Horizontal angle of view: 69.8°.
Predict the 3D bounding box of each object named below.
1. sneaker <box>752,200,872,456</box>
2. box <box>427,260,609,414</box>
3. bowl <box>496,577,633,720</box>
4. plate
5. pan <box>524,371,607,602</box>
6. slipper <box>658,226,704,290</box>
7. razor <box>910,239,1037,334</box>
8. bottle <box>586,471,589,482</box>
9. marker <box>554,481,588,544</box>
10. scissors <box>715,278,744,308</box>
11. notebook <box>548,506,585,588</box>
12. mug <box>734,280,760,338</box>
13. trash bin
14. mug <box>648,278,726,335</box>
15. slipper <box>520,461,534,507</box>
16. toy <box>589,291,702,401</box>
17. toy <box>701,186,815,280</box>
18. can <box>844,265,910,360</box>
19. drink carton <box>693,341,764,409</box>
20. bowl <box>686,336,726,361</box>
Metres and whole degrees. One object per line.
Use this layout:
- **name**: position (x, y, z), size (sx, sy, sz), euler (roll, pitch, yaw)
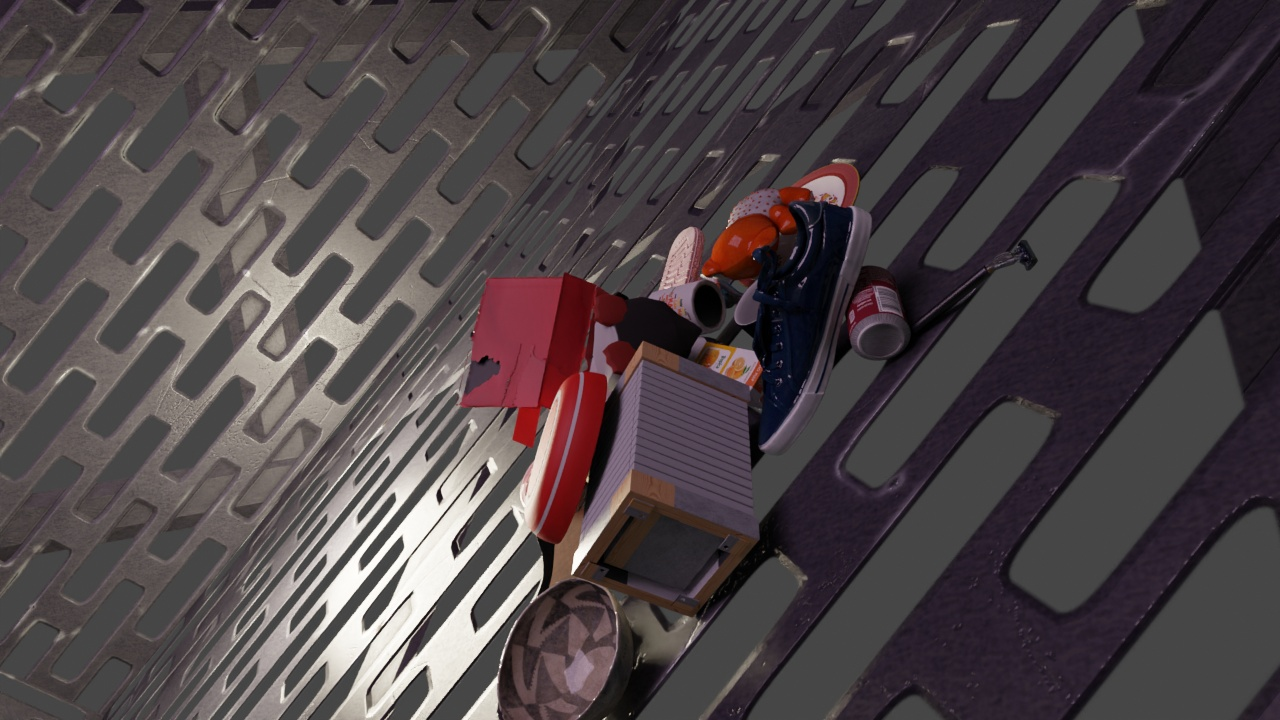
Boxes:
- **sneaker**: position (0.158, -0.041, 1.026), size (0.120, 0.127, 0.294), euler (-135, 60, -82)
- **box**: position (-0.128, -0.015, 1.318), size (0.121, 0.318, 0.210), euler (-36, 41, 58)
- **bowl**: position (-0.070, 0.338, 1.019), size (0.179, 0.081, 0.178), euler (-26, 44, 28)
- **plate**: position (0.230, -0.192, 1.336), size (0.230, 0.021, 0.229), euler (-41, 25, 23)
- **pan**: position (-0.109, 0.176, 1.130), size (0.208, 0.067, 0.357), euler (-91, 20, -63)
- **slipper**: position (0.070, -0.095, 1.436), size (0.094, 0.064, 0.238), euler (-24, 48, 54)
- **razor**: position (0.341, -0.074, 0.956), size (0.145, 0.022, 0.042), euler (-39, 25, 27)
- **bottle**: position (-0.004, 0.106, 1.199), size (0.165, 0.059, 0.060), euler (-30, 18, -17)
- **marker**: position (-0.097, 0.221, 1.339), size (0.022, 0.016, 0.138), euler (23, 72, 34)
- **scissors**: position (0.124, -0.094, 1.344), size (0.149, 0.019, 0.122), euler (7, 26, 19)
- **notebook**: position (-0.041, 0.232, 1.205), size (0.226, 0.024, 0.167), euler (-38, 25, 30)
- **mug**: position (0.177, -0.058, 1.142), size (0.085, 0.094, 0.121), euler (-42, 24, 20)
- **trash bin**: position (0.029, 0.128, 1.028), size (0.143, 0.142, 0.246), euler (-58, 16, 34)
- **mug**: position (0.071, -0.080, 1.309), size (0.090, 0.073, 0.105), euler (-10, 35, 44)
- **slipper**: position (-0.141, 0.186, 1.407), size (0.106, 0.055, 0.222), euler (-57, 18, -12)
- **toy**: position (-0.007, 0.007, 1.229), size (0.185, 0.140, 0.159), euler (116, 144, -55)
- **toy**: position (0.163, -0.171, 1.298), size (0.164, 0.093, 0.172), euler (-26, 21, 40)
- **can**: position (0.260, -0.055, 1.023), size (0.063, 0.063, 0.114), euler (-38, 26, 28)
- **drink carton**: position (0.122, 0.019, 1.166), size (0.123, 0.040, 0.058), euler (13, 66, 49)
- **bowl**: position (0.067, 0.013, 1.276), size (0.120, 0.066, 0.120), euler (-41, 25, 23)
